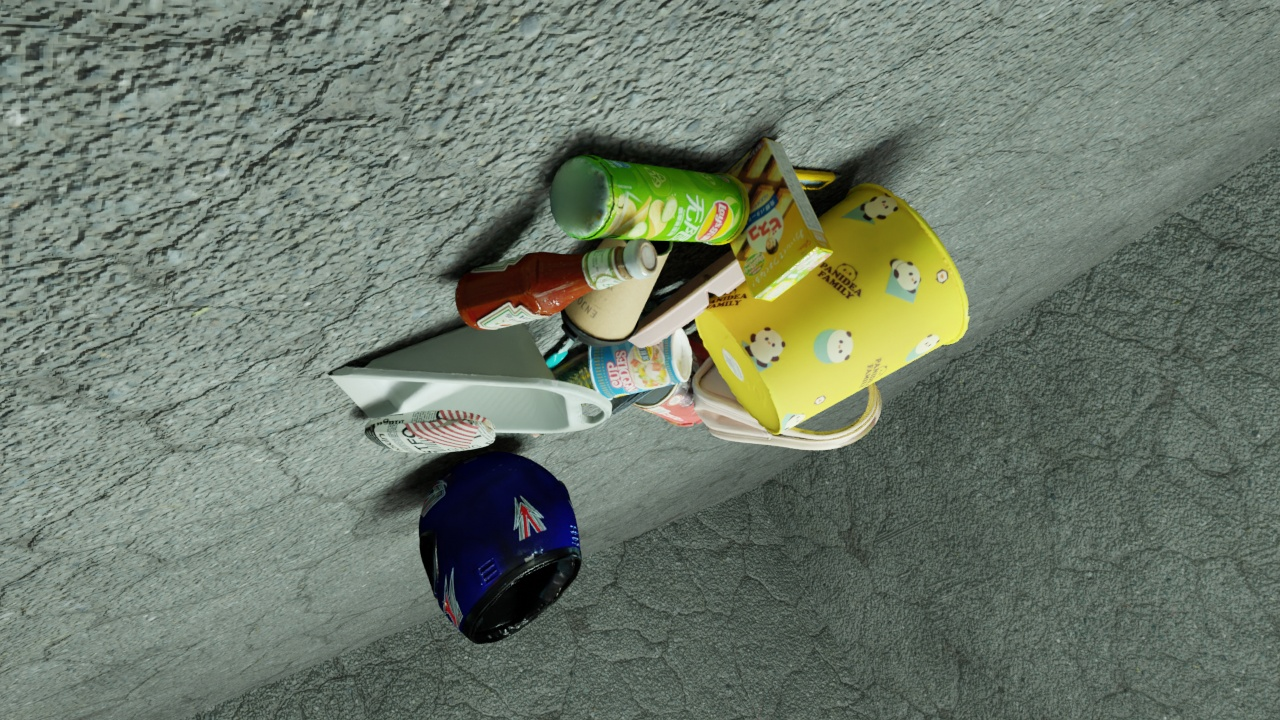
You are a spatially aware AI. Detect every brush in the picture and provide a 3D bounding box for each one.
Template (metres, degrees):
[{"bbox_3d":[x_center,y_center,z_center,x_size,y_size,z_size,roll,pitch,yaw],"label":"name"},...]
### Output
[{"bbox_3d":[-0.100,0.036,1.224,0.145,0.063,0.073,-36,-156,-22],"label":"brush"}]

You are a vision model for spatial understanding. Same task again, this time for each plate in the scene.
[{"bbox_3d":[0.079,-0.086,1.056,0.229,0.028,0.229,-38,-176,3],"label":"plate"}]

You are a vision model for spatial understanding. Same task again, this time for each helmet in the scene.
[{"bbox_3d":[-0.234,0.283,1.458,0.246,0.240,0.316,-18,151,-33],"label":"helmet"}]

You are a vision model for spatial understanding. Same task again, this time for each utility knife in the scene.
[{"bbox_3d":[0.176,-0.202,1.024,0.171,0.015,0.033,-10,160,-46],"label":"utility knife"},{"bbox_3d":[-0.121,0.005,1.204,0.029,0.013,0.219,-15,162,-42],"label":"utility knife"}]

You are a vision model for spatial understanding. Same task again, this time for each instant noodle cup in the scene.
[{"bbox_3d":[0.042,0.022,1.312,0.138,0.137,0.108,-35,155,24],"label":"instant noodle cup"},{"bbox_3d":[0.003,-0.003,1.161,0.110,0.099,0.099,-7,171,21],"label":"instant noodle cup"}]

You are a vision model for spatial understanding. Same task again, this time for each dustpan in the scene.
[{"bbox_3d":[-0.176,0.053,1.039,0.257,0.142,0.223,-26,164,-10],"label":"dustpan"}]

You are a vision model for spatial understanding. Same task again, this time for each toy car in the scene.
[{"bbox_3d":[0.036,-0.066,1.196,0.090,0.034,0.043,-25,161,-11],"label":"toy car"}]

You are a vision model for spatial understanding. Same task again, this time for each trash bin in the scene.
[{"bbox_3d":[0.222,-0.053,1.122,0.255,0.229,0.230,-32,165,-8],"label":"trash bin"}]

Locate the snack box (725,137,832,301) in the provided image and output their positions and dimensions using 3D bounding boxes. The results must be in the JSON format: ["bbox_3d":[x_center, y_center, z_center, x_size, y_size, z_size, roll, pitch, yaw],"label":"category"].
[{"bbox_3d":[0.127,-0.140,0.913,0.033,0.140,0.087,4,147,-44],"label":"snack box"}]

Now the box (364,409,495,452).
[{"bbox_3d":[-0.241,0.084,1.049,0.164,0.051,0.068,-5,139,26],"label":"box"}]

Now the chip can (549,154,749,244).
[{"bbox_3d":[0.013,-0.144,0.843,0.220,0.072,0.073,-8,155,-50],"label":"chip can"}]

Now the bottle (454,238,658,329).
[{"bbox_3d":[-0.077,-0.071,0.827,0.207,0.059,0.059,-10,175,33],"label":"bottle"}]

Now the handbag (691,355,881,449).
[{"bbox_3d":[0.206,0.037,1.226,0.192,0.234,0.093,-50,143,-24],"label":"handbag"}]

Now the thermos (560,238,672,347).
[{"bbox_3d":[-0.025,-0.083,0.958,0.092,0.093,0.144,-15,153,-37],"label":"thermos"}]

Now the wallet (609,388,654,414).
[{"bbox_3d":[-0.007,0.007,1.249,0.019,0.097,0.121,24,132,-39],"label":"wallet"}]
